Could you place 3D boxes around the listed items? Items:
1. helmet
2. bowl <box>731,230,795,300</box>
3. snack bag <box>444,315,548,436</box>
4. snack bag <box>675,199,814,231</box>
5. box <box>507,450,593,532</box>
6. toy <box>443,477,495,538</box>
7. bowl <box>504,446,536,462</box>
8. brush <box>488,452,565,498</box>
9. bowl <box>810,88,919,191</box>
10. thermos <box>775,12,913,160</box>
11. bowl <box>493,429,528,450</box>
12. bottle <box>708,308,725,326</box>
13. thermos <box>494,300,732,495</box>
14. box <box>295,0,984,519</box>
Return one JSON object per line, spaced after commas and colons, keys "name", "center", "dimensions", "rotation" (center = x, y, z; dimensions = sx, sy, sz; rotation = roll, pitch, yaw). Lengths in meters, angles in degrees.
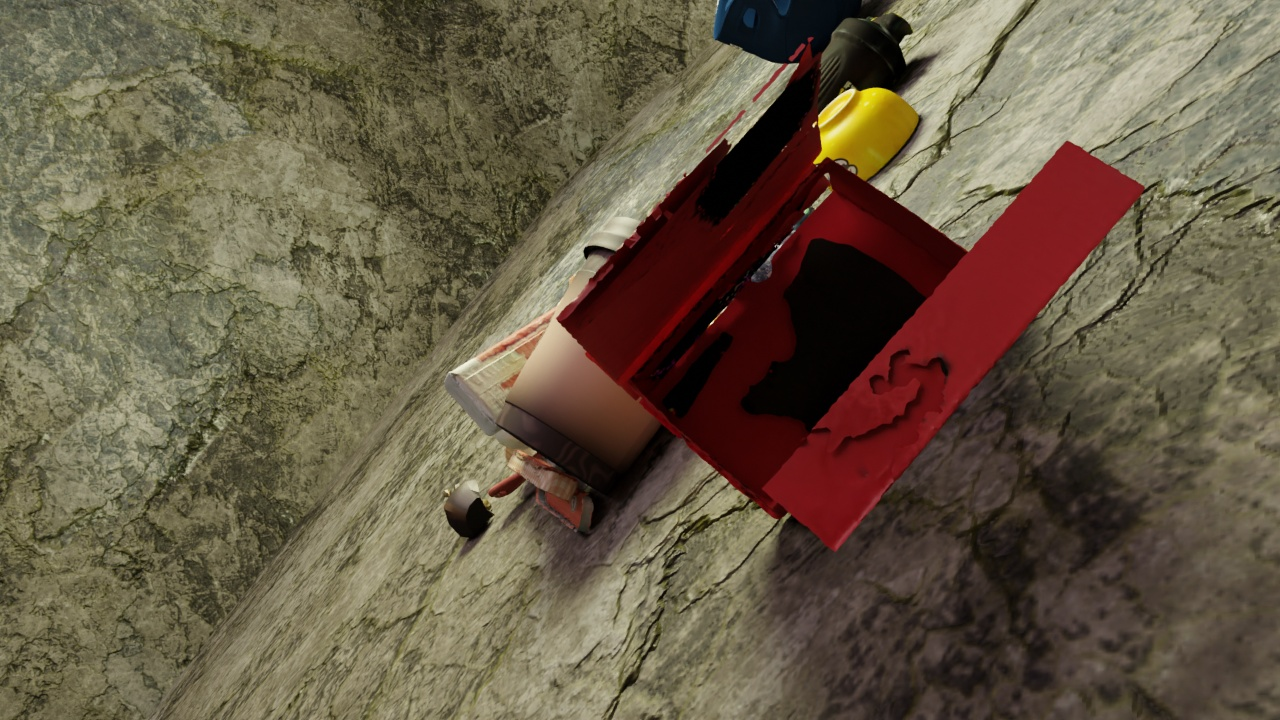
{"name": "helmet", "center": [0.255, -0.613, 1.479], "dimensions": [0.273, 0.223, 0.231], "rotation": [106, 173, -47]}
{"name": "bowl", "center": [0.125, -0.087, 0.793], "dimensions": [0.114, 0.045, 0.114], "rotation": [-13, 7, 2]}
{"name": "snack bag", "center": [-0.103, -0.006, 0.985], "dimensions": [0.224, 0.077, 0.041], "rotation": [-36, -8, -42]}
{"name": "snack bag", "center": [0.106, -0.161, 1.005], "dimensions": [0.155, 0.018, 0.074], "rotation": [24, 64, 27]}
{"name": "box", "center": [-0.095, 0.127, 0.923], "dimensions": [0.054, 0.078, 0.187], "rotation": [-24, 7, -16]}
{"name": "toy", "center": [-0.222, 0.182, 1.158], "dimensions": [0.100, 0.062, 0.076], "rotation": [17, 102, 58]}
{"name": "bowl", "center": [-0.109, 0.088, 1.110], "dimensions": [0.119, 0.032, 0.119], "rotation": [-33, 29, 20]}
{"name": "brush", "center": [-0.113, 0.124, 1.040], "dimensions": [0.173, 0.041, 0.030], "rotation": [-38, 58, 31]}
{"name": "bowl", "center": [0.224, -0.240, 0.963], "dimensions": [0.117, 0.067, 0.117], "rotation": [-43, 16, 16]}
{"name": "thermos", "center": [0.226, -0.312, 1.096], "dimensions": [0.221, 0.098, 0.098], "rotation": [-52, 15, 5]}
{"name": "bowl", "center": [-0.117, 0.065, 1.031], "dimensions": [0.105, 0.054, 0.105], "rotation": [-26, -4, -2]}
{"name": "bottle", "center": [0.098, -0.024, 0.789], "dimensions": [0.109, 0.063, 0.063], "rotation": [-27, 23, 25]}
{"name": "thermos", "center": [-0.025, 0.001, 0.890], "dimensions": [0.226, 0.172, 0.173], "rotation": [-57, 17, -9]}
{"name": "box", "center": [0.009, -0.103, 0.599], "dimensions": [0.211, 0.410, 0.107], "rotation": [-48, 3, -2]}
